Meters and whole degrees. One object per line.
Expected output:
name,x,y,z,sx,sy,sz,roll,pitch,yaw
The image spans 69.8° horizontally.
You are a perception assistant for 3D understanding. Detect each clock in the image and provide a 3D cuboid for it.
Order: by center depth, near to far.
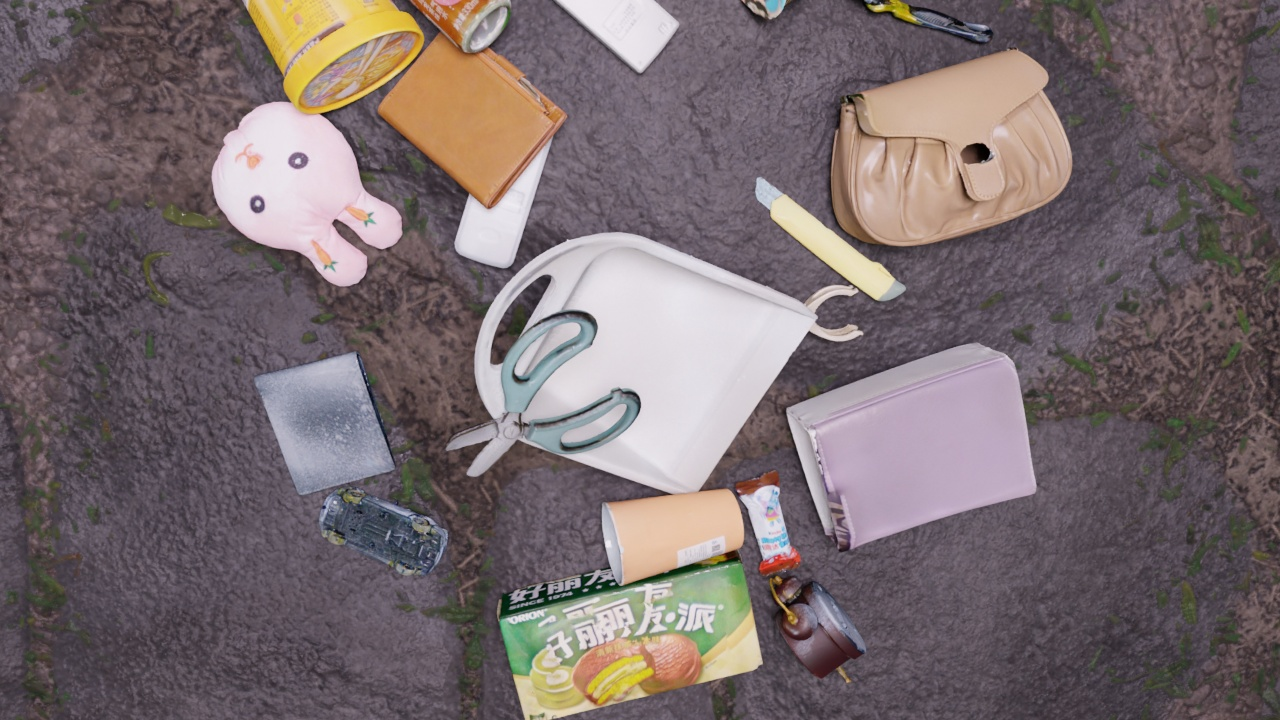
clock,0.167,0.256,0.896,0.055,0.082,0.122,-40,109,10

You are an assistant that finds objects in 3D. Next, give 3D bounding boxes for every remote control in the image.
remote control,-0.034,-0.312,0.789,0.135,0.019,0.056,38,96,-11
remote control,-0.121,-0.152,0.815,0.056,0.020,0.136,17,98,-9

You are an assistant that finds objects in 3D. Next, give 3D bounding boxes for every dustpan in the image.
dustpan,-0.005,0.005,0.787,0.257,0.142,0.223,30,106,-7

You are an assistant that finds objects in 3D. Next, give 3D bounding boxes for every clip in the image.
clip,0.159,-0.053,0.856,0.104,0.035,0.089,12,104,0

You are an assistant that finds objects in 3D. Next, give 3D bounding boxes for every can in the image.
can,-0.174,-0.318,0.741,0.147,0.058,0.058,44,95,2

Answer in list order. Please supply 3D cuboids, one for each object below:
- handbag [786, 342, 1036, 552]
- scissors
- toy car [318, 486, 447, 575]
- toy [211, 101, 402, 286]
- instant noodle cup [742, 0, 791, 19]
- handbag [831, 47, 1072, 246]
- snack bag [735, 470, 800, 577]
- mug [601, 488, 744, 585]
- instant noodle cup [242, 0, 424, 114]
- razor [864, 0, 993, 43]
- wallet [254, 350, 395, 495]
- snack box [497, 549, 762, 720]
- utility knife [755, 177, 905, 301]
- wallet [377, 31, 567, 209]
handbag,0.253,0.082,0.859,0.197,0.098,0.145,-18,101,-2
scissors,-0.070,0.044,0.763,0.176,0.019,0.175,31,102,-39
toy car,-0.242,0.159,0.864,0.120,0.036,0.054,22,100,1
toy,-0.285,-0.141,0.789,0.159,0.054,0.121,41,96,-20
instant noodle cup,0.137,-0.361,0.758,0.120,0.111,0.111,-31,103,-8
handbag,0.271,-0.182,0.804,0.204,0.100,0.148,-18,99,-5
snack bag,0.126,0.161,0.901,0.045,0.026,0.105,-17,101,2
mug,0.031,0.161,0.866,0.122,0.078,0.078,-9,103,-12
instant noodle cup,-0.255,-0.278,0.732,0.118,0.118,0.114,-33,96,2
razor,0.249,-0.309,0.816,0.142,0.022,0.042,16,56,-12
wallet,-0.289,0.059,0.847,0.097,0.019,0.121,-14,104,0
snack box,-0.010,0.261,0.890,0.240,0.063,0.114,-12,102,-2
utility knife,0.173,-0.110,0.852,0.175,0.019,0.031,37,92,-12
wallet,-0.143,-0.210,0.780,0.132,0.031,0.108,41,95,6
